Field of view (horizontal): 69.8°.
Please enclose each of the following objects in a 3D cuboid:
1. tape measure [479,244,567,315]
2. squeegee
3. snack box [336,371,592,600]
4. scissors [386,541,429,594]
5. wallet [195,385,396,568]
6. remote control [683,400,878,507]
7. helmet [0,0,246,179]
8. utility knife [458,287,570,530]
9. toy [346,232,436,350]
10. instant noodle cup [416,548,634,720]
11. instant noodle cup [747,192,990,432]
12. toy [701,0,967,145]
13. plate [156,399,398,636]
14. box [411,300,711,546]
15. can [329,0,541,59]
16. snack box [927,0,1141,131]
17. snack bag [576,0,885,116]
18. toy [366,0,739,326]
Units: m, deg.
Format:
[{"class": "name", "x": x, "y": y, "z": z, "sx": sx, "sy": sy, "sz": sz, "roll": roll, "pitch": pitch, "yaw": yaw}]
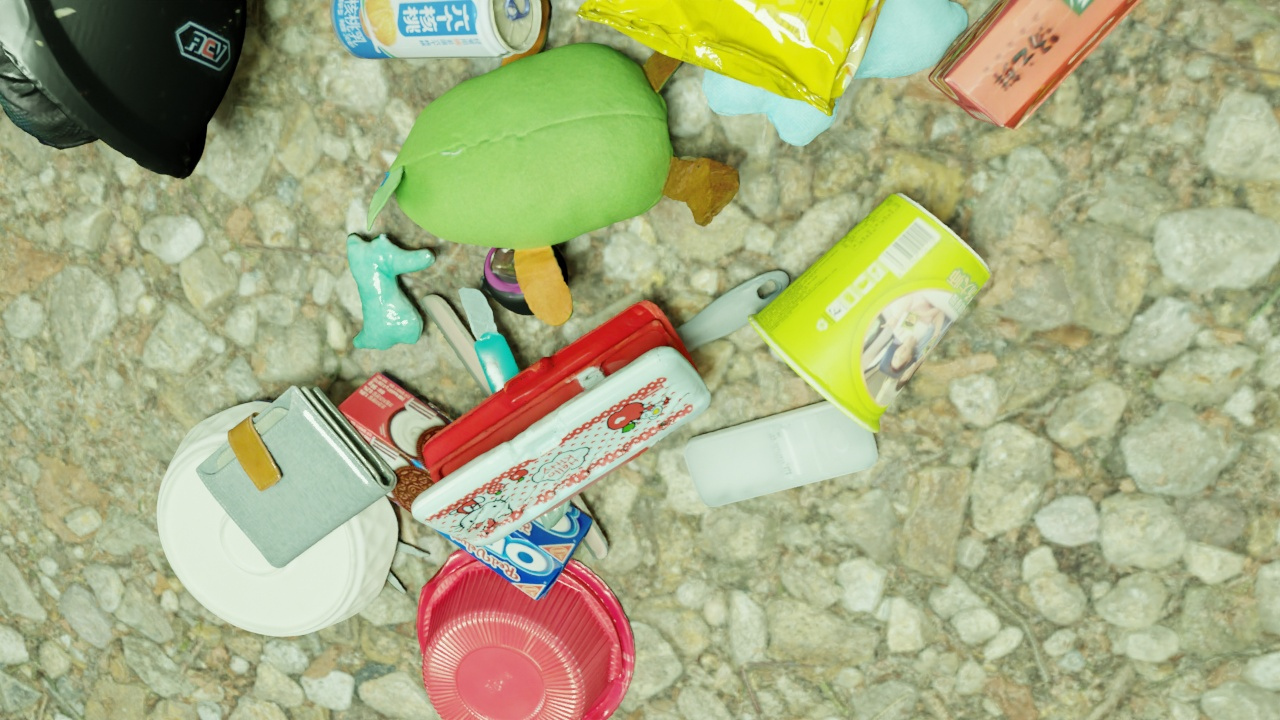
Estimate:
[{"class": "tape measure", "x": -0.082, "y": -0.062, "z": 0.642, "sx": 0.058, "sy": 0.039, "sz": 0.057, "roll": 14, "pitch": 78, "yaw": 17}, {"class": "squeegee", "x": -0.004, "y": 0.004, "z": 0.659, "sx": 0.250, "sy": 0.040, "sz": 0.247, "roll": -30, "pitch": 99, "yaw": 18}, {"class": "snack box", "x": -0.138, "y": 0.095, "z": 0.699, "sx": 0.207, "sy": 0.058, "sz": 0.057, "roll": 35, "pitch": 127, "yaw": 1}, {"class": "scissors", "x": -0.265, "y": 0.135, "z": 0.769, "sx": 0.163, "sy": 0.012, "sz": 0.162, "roll": -16, "pitch": 103, "yaw": 16}, {"class": "wallet", "x": -0.259, "y": 0.086, "z": 0.675, "sx": 0.130, "sy": 0.036, "sz": 0.106, "roll": -34, "pitch": 101, "yaw": 23}, {"class": "remote control", "x": 0.101, "y": 0.067, "z": 0.666, "sx": 0.136, "sy": 0.020, "sz": 0.056, "roll": -18, "pitch": 102, "yaw": 17}, {"class": "helmet", "x": -0.358, "y": -0.240, "z": 0.551, "sx": 0.274, "sy": 0.233, "sz": 0.230, "roll": 37, "pitch": 92, "yaw": 1}, {"class": "utility knife", "x": -0.092, "y": 0.034, "z": 0.663, "sx": 0.029, "sy": 0.013, "sz": 0.187, "roll": -22, "pitch": 94, "yaw": -5}, {"class": "toy", "x": -0.187, "y": -0.053, "z": 0.681, "sx": 0.097, "sy": 0.030, "sz": 0.092, "roll": -6, "pitch": 109, "yaw": 24}, {"class": "instant noodle cup", "x": -0.105, "y": 0.246, "z": 0.745, "sx": 0.194, "sy": 0.065, "sz": 0.194, "roll": 4, "pitch": 108, "yaw": 12}, {"class": "instant noodle cup", "x": 0.150, "y": -0.036, "z": 0.583, "sx": 0.111, "sy": 0.111, "sz": 0.123, "roll": 41, "pitch": 102, "yaw": -3}, {"class": "toy", "x": 0.115, "y": -0.203, "z": 0.545, "sx": 0.161, "sy": 0.050, "sz": 0.156, "roll": 19, "pitch": 93, "yaw": -13}, {"class": "plate", "x": -0.302, "y": 0.137, "z": 0.746, "sx": 0.205, "sy": 0.045, "sz": 0.205, "roll": 3, "pitch": 109, "yaw": 10}, {"class": "box", "x": -0.057, "y": 0.045, "z": 0.598, "sx": 0.201, "sy": 0.098, "sz": 0.095, "roll": -33, "pitch": 84, "yaw": 9}, {"class": "can", "x": -0.131, "y": -0.219, "z": 0.582, "sx": 0.135, "sy": 0.053, "sz": 0.053, "roll": 10, "pitch": 111, "yaw": 29}, {"class": "snack box", "x": 0.219, "y": -0.186, "z": 0.503, "sx": 0.044, "sy": 0.127, "sz": 0.113, "roll": 40, "pitch": 110, "yaw": -3}, {"class": "snack bag", "x": 0.078, "y": -0.266, "z": 0.493, "sx": 0.158, "sy": 0.068, "sz": 0.246, "roll": 23, "pitch": 85, "yaw": 5}, {"class": "toy", "x": -0.058, "y": -0.136, "z": 0.594, "sx": 0.247, "sy": 0.090, "sz": 0.226, "roll": -7, "pitch": 80, "yaw": 18}]
